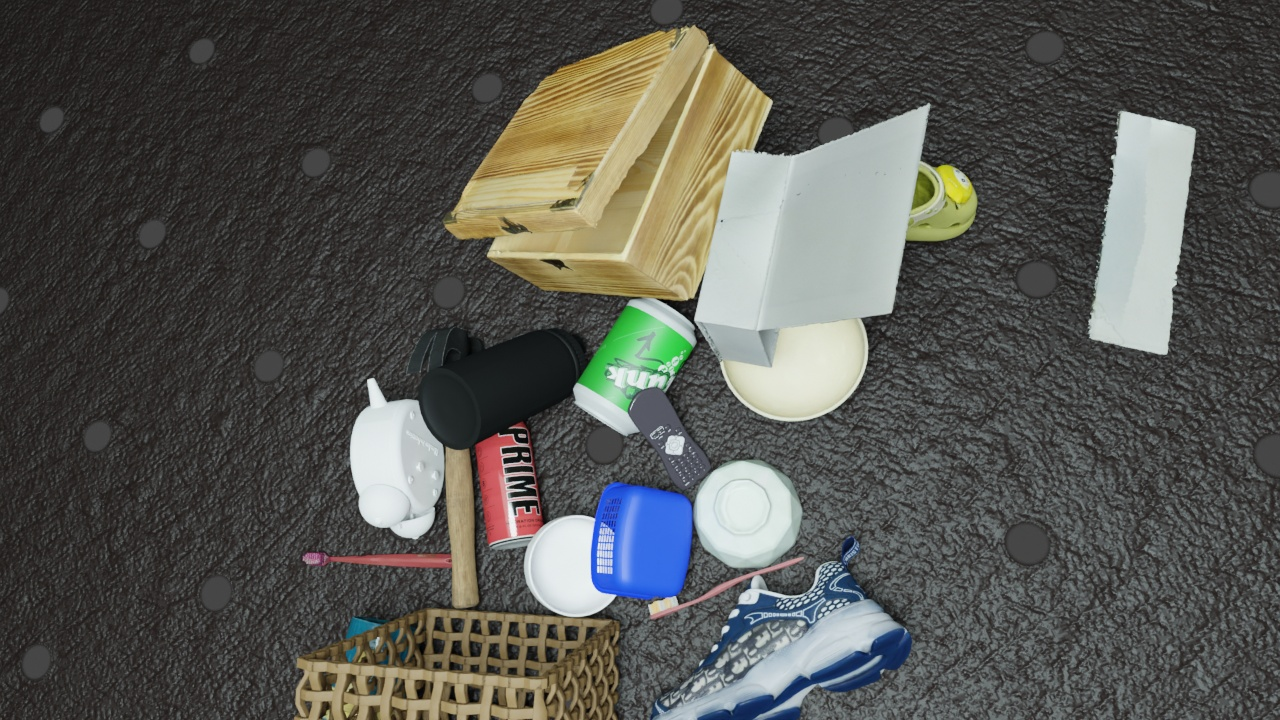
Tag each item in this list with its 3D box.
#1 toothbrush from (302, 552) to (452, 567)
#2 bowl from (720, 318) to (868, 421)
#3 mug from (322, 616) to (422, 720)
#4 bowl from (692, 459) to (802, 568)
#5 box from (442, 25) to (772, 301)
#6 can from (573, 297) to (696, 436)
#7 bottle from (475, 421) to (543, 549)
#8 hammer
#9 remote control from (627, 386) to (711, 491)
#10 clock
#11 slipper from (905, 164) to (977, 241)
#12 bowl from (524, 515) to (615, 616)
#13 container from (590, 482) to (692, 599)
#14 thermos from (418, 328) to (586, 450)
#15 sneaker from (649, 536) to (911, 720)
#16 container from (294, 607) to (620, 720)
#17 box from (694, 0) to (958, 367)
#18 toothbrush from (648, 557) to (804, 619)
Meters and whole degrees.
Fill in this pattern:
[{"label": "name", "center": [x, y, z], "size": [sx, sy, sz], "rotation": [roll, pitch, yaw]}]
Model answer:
[{"label": "toothbrush", "center": [-0.297, 0.227, 1.046], "size": [0.190, 0.016, 0.016], "rotation": [-2, 74, 12]}, {"label": "bowl", "center": [0.164, -0.003, 0.974], "size": [0.151, 0.075, 0.150], "rotation": [-3, 75, 13]}, {"label": "mug", "center": [-0.283, 0.331, 0.966], "size": [0.083, 0.114, 0.107], "rotation": [14, 76, 3]}, {"label": "bowl", "center": [0.108, 0.155, 0.952], "size": [0.117, 0.061, 0.117], "rotation": [-3, 74, 11]}, {"label": "box", "center": [-0.036, -0.206, 0.963], "size": [0.280, 0.168, 0.244], "rotation": [9, 70, 55]}, {"label": "can", "center": [-0.006, 0.006, 1.003], "size": [0.088, 0.088, 0.139], "rotation": [30, 84, 18]}, {"label": "bottle", "center": [-0.149, 0.116, 1.019], "size": [0.062, 0.062, 0.176], "rotation": [-13, 73, 9]}, {"label": "hammer", "center": [-0.203, 0.117, 1.014], "size": [0.040, 0.132, 0.305], "rotation": [-6, 83, 14]}, {"label": "remote control", "center": [0.030, 0.082, 0.974], "size": [0.046, 0.009, 0.124], "rotation": [-37, 110, -11]}, {"label": "clock", "center": [-0.258, 0.109, 1.011], "size": [0.073, 0.125, 0.160], "rotation": [-8, 68, 10]}, {"label": "slipper", "center": [0.280, -0.176, 0.957], "size": [0.190, 0.082, 0.091], "rotation": [-10, 64, -25]}, {"label": "bowl", "center": [-0.073, 0.215, 0.969], "size": [0.104, 0.054, 0.104], "rotation": [3, 80, -19]}, {"label": "container", "center": [0.005, 0.186, 0.943], "size": [0.096, 0.058, 0.114], "rotation": [15, 74, -28]}, {"label": "thermos", "center": [-0.134, 0.021, 0.983], "size": [0.086, 0.198, 0.086], "rotation": [13, 113, 32]}, {"label": "sneaker", "center": [0.121, 0.281, 0.908], "size": [0.270, 0.103, 0.132], "rotation": [-32, 48, 14]}, {"label": "container", "center": [-0.154, 0.362, 0.839], "size": [0.220, 0.251, 0.214], "rotation": [0, 85, 12]}, {"label": "box", "center": [0.132, -0.113, 0.731], "size": [0.119, 0.479, 0.166], "rotation": [14, 80, -7]}, {"label": "toothbrush", "center": [0.084, 0.228, 0.931], "size": [0.185, 0.015, 0.015], "rotation": [-27, 66, 26]}]
